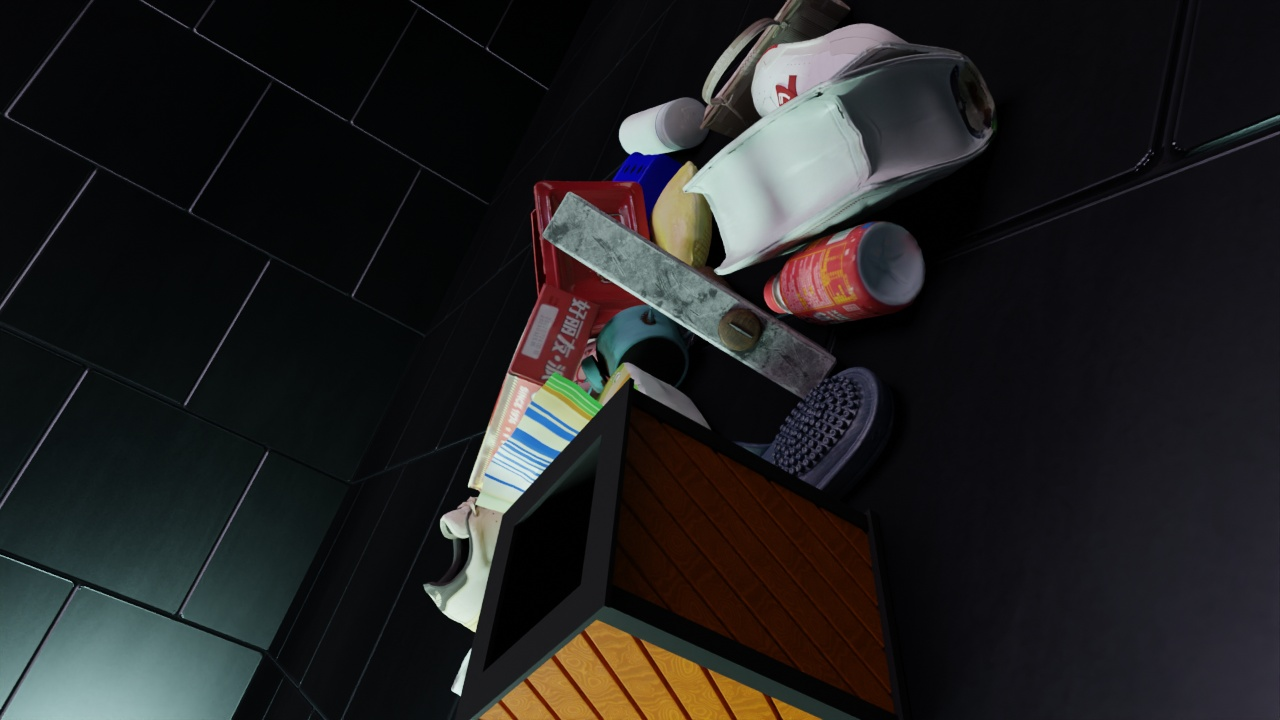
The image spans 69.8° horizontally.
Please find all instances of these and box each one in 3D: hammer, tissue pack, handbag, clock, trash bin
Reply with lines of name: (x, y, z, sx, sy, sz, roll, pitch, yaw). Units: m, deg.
hammer: (0.033, -0.069, 0.762, 0.037, 0.217, 0.300, -58, 7, 9)
tissue pack: (-0.052, 0.094, 0.787, 0.198, 0.141, 0.120, -60, 19, 4)
handbag: (0.138, -0.143, 0.664, 0.141, 0.096, 0.199, -22, -2, -31)
clock: (-0.005, 0.005, 0.881, 0.124, 0.090, 0.053, -53, 30, 19)
handbag: (0.114, -0.304, 0.930, 0.176, 0.062, 0.197, -50, -7, 29)
trash bin: (0.022, 0.136, 0.489, 0.140, 0.171, 0.139, -47, 23, 35)

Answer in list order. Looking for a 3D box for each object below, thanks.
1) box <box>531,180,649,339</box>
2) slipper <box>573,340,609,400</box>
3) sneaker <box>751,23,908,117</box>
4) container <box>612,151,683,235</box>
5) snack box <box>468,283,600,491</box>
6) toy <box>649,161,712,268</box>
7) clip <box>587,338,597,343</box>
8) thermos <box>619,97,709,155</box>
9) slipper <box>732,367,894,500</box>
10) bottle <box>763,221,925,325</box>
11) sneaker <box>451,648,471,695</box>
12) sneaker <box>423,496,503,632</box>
box: (-0.052, -0.106, 1.017, 0.127, 0.137, 0.157, 119, 146, -70)
slipper: (-0.052, 0.020, 1.024, 0.222, 0.055, 0.106, -27, 37, 55)
sneaker: (0.152, -0.216, 0.815, 0.104, 0.090, 0.237, -68, 22, 1)
container: (0.017, -0.203, 1.128, 0.085, 0.084, 0.113, -59, 20, 2)
snack box: (-0.111, 0.041, 0.916, 0.237, 0.060, 0.113, 120, 169, -52)
toy: (0.042, -0.136, 0.994, 0.170, 0.064, 0.155, -107, 30, -69)
clip: (-0.051, -0.038, 1.112, 0.102, 0.043, 0.054, 36, 109, 44)
thermos: (0.029, -0.327, 1.301, 0.068, 0.068, 0.230, -61, 19, 1)
slipper: (0.054, 0.093, 0.613, 0.264, 0.082, 0.101, -49, 24, 31)
bottle: (0.134, -0.056, 0.649, 0.062, 0.062, 0.138, -65, 18, -13)
sneaker: (-0.090, 0.246, 0.751, 0.118, 0.088, 0.241, -62, 18, -3)
sneaker: (-0.164, 0.173, 1.024, 0.089, 0.102, 0.241, -20, 43, 63)
